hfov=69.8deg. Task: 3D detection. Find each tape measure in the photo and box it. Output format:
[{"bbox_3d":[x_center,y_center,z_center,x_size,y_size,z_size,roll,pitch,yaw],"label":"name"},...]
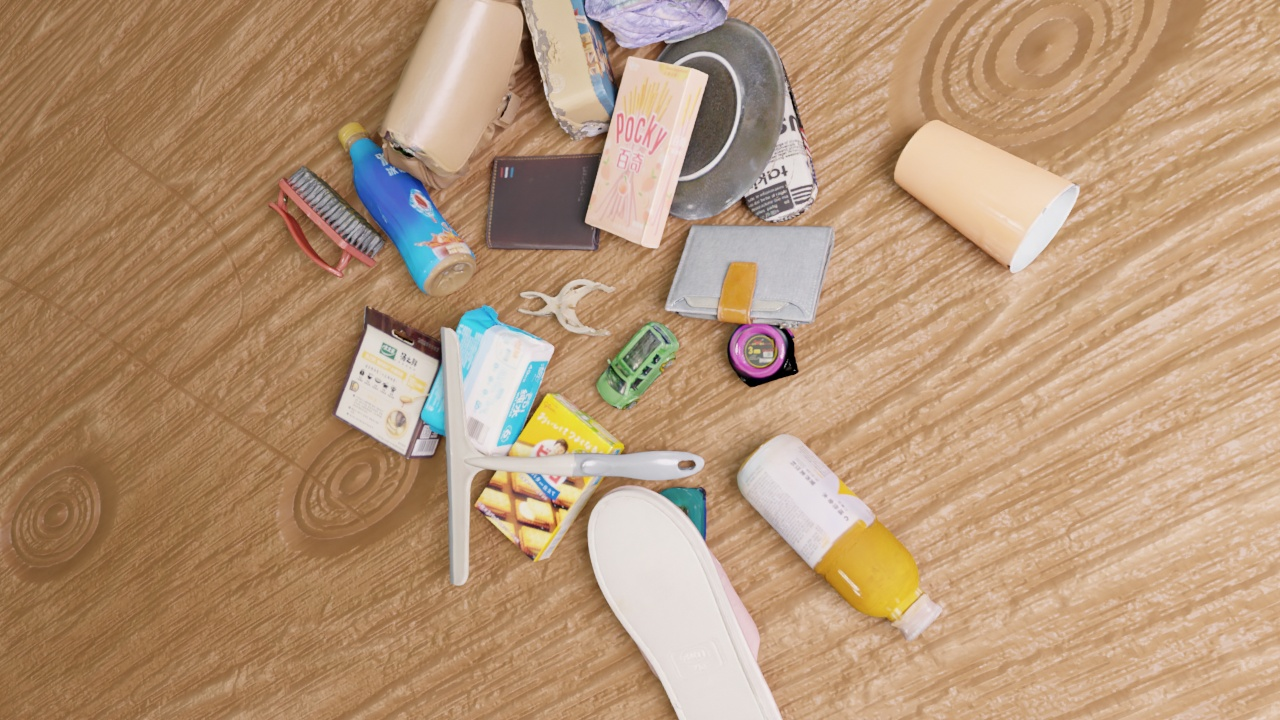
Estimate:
[{"bbox_3d":[0.034,0.142,0.828,0.055,0.025,0.058,0,85,23],"label":"tape measure"},{"bbox_3d":[0.106,-0.008,0.799,0.057,0.039,0.058,-22,82,21],"label":"tape measure"}]

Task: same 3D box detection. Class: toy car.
[{"bbox_3d":[-0.005,0.005,0.851,0.043,0.036,0.091,45,108,19],"label":"toy car"}]

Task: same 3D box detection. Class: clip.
[{"bbox_3d":[-0.067,-0.063,0.886,0.103,0.035,0.092,33,104,30],"label":"clip"}]

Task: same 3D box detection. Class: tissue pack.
[{"bbox_3d":[-0.149,0.025,0.898,0.090,0.063,0.140,26,99,20],"label":"tissue pack"}]

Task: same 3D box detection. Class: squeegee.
[{"bbox_3d":[-0.067,0.094,0.829,0.247,0.039,0.246,1,96,10],"label":"squeegee"}]

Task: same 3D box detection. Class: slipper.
[{"bbox_3d":[0.043,0.233,0.800,0.114,0.054,0.274,-32,83,22],"label":"slipper"}]

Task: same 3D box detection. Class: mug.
[{"bbox_3d":[0.266,-0.135,0.720,0.123,0.078,0.078,42,103,26],"label":"mug"}]

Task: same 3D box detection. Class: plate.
[{"bbox_3d":[0.050,-0.216,0.816,0.180,0.024,0.179,-1,89,44],"label":"plate"}]

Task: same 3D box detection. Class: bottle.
[{"bbox_3d":[-0.252,-0.165,0.957,0.065,0.065,0.218,-42,71,16],"label":"bottle"},{"bbox_3d":[0.161,0.143,0.746,0.189,0.068,0.068,46,104,20],"label":"bottle"}]

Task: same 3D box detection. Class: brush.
[{"bbox_3d":[-0.351,-0.153,1.003,0.146,0.063,0.069,42,89,22],"label":"brush"}]

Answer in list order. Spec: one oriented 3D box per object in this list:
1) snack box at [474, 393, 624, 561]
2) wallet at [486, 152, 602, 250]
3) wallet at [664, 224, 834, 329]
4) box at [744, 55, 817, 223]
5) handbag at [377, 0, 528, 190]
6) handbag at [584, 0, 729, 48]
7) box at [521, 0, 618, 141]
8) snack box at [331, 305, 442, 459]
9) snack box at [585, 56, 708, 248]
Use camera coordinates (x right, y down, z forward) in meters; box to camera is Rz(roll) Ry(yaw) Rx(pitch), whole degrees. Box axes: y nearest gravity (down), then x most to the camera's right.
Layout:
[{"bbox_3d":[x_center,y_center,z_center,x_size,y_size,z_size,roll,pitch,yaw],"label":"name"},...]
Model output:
[{"bbox_3d":[-0.089,0.112,0.882,0.087,0.033,0.140,38,100,21],"label":"snack box"},{"bbox_3d":[-0.094,-0.157,0.913,0.122,0.020,0.096,3,87,22],"label":"wallet"},{"bbox_3d":[0.093,-0.076,0.791,0.130,0.037,0.106,5,57,24],"label":"wallet"},{"bbox_3d":[0.107,-0.202,0.804,0.071,0.057,0.164,-28,73,46],"label":"box"},{"bbox_3d":[-0.173,-0.265,0.889,0.100,0.147,0.205,27,100,-1],"label":"handbag"},{"bbox_3d":[0.026,-0.385,0.825,0.134,0.075,0.193,-3,74,37],"label":"handbag"},{"bbox_3d":[-0.068,-0.308,0.871,0.060,0.089,0.184,-14,82,10],"label":"box"},{"bbox_3d":[-0.250,0.023,0.949,0.113,0.053,0.126,25,96,24],"label":"snack box"},{"bbox_3d":[0.003,-0.188,0.826,0.084,0.026,0.157,28,108,43],"label":"snack box"}]
